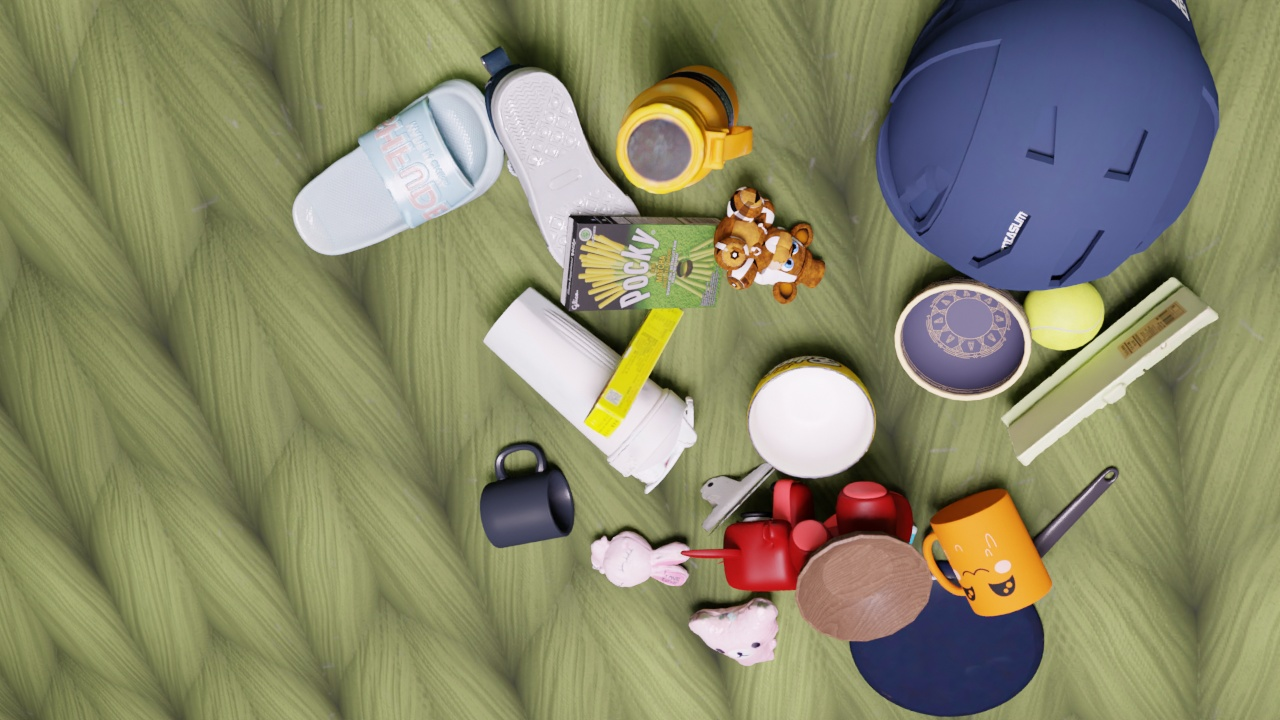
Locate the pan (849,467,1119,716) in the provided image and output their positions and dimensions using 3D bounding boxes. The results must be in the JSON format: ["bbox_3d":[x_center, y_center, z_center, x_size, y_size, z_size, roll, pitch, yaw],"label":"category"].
[{"bbox_3d":[0.364,0.241,0.945,0.199,0.021,0.357,32,114,-3],"label":"pan"}]

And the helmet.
[{"bbox_3d":[0.302,-0.153,0.710,0.232,0.222,0.273,15,150,4],"label":"helmet"}]

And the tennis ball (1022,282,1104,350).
[{"bbox_3d":[0.368,-0.042,0.800,0.065,0.065,0.065,4,113,9],"label":"tennis ball"}]

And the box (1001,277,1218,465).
[{"bbox_3d":[0.393,0.007,0.785,0.047,0.140,0.188,47,116,9],"label":"box"}]

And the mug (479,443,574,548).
[{"bbox_3d":[-0.123,0.141,0.976,0.077,0.071,0.105,-13,82,16],"label":"mug"}]

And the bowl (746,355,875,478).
[{"bbox_3d":[0.162,0.046,0.875,0.117,0.067,0.117,4,113,9],"label":"bowl"}]

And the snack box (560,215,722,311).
[{"bbox_3d":[0.005,-0.088,0.832,0.147,0.025,0.080,-3,116,-23],"label":"snack box"}]

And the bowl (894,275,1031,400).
[{"bbox_3d":[0.290,-0.028,0.819,0.112,0.061,0.113,13,123,21],"label":"bowl"}]

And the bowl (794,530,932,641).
[{"bbox_3d":[0.191,0.191,0.799,0.118,0.030,0.118,0,117,0],"label":"bowl"}]

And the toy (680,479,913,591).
[{"bbox_3d":[0.158,0.175,0.891,0.197,0.158,0.120,-9,76,23],"label":"toy"}]

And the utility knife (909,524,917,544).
[{"bbox_3d":[0.256,0.221,0.947,0.022,0.015,0.124,18,103,5],"label":"utility knife"}]

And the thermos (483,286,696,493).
[{"bbox_3d":[-0.045,0.024,0.895,0.220,0.099,0.099,41,114,-3],"label":"thermos"}]

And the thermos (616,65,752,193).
[{"bbox_3d":[0.038,-0.185,0.713,0.091,0.232,0.076,-21,106,17],"label":"thermos"}]

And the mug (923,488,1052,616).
[{"bbox_3d":[0.326,0.188,0.893,0.113,0.077,0.096,-29,86,51],"label":"mug"}]

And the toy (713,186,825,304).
[{"bbox_3d":[0.115,-0.098,0.822,0.112,0.067,0.087,21,80,-18],"label":"toy"}]

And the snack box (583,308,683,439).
[{"bbox_3d":[-0.005,0.005,0.847,0.029,0.147,0.040,33,142,-4],"label":"snack box"}]

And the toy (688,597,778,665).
[{"bbox_3d":[0.113,0.300,1.001,0.099,0.052,0.096,-18,120,20],"label":"toy"}]

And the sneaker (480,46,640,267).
[{"bbox_3d":[-0.072,-0.166,0.826,0.089,0.087,0.236,-32,127,-7],"label":"sneaker"}]

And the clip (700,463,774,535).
[{"bbox_3d":[0.088,0.138,0.939,0.040,0.101,0.054,55,155,-10],"label":"clip"}]

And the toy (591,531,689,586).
[{"bbox_3d":[-0.001,0.217,0.990,0.110,0.047,0.064,2,121,7],"label":"toy"}]

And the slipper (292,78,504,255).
[{"bbox_3d":[-0.233,-0.168,0.860,0.246,0.074,0.104,-25,107,21],"label":"slipper"}]
